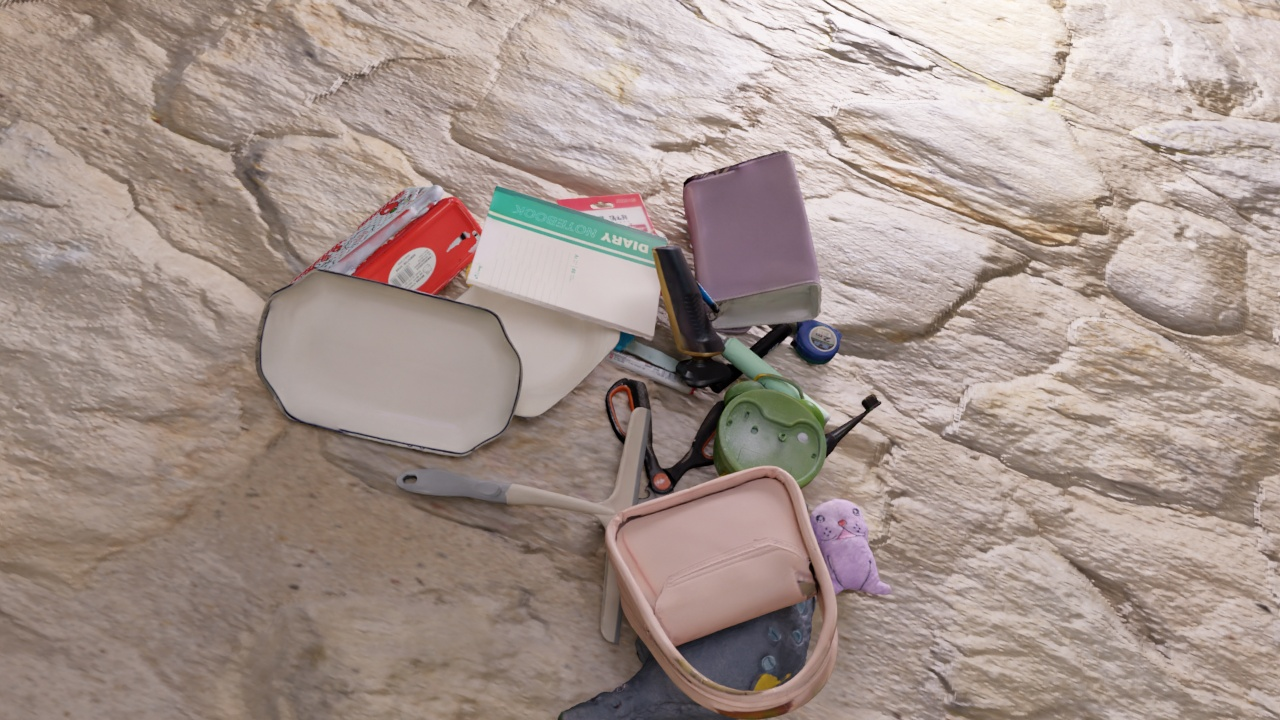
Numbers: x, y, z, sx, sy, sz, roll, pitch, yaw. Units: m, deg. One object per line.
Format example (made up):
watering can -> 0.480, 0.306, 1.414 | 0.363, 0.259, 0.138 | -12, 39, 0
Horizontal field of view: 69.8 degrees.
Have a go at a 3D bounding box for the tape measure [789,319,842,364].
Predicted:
tape measure -> 0.210, -0.021, 1.100 | 0.058, 0.025, 0.054 | 20, 60, -1

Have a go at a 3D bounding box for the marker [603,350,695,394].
marker -> -0.006, 0.006, 1.038 | 0.145, 0.017, 0.017 | 22, 58, -1

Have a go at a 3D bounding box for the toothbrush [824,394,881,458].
toothbrush -> 0.201, 0.098, 1.030 | 0.212, 0.026, 0.027 | -34, 85, -28

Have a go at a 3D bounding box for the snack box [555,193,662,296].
snack box -> -0.036, -0.132, 1.086 | 0.113, 0.044, 0.127 | -9, 62, -25

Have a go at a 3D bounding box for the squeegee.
squeegee -> -0.122, 0.135, 0.916 | 0.246, 0.039, 0.246 | 10, 65, -3

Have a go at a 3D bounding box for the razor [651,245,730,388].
razor -> 0.049, -0.050, 1.017 | 0.062, 0.068, 0.167 | -16, 86, -40

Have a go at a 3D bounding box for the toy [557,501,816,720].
toy -> 0.081, 0.265, 0.870 | 0.355, 0.092, 0.138 | -33, 57, -31

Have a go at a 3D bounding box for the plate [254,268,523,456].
plate -> -0.252, 0.002, 0.933 | 0.265, 0.034, 0.162 | 12, 101, -5

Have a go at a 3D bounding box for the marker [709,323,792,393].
marker -> 0.129, -0.005, 1.075 | 0.131, 0.020, 0.022 | -37, 95, -27

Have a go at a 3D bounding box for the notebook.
notebook -> -0.075, -0.111, 1.021 | 0.209, 0.012, 0.150 | 16, 53, -11

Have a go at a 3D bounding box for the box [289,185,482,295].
box -> -0.281, -0.110, 1.025 | 0.200, 0.100, 0.112 | -49, 116, -30

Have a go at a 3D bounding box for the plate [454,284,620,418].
plate -> -0.122, -0.029, 1.007 | 0.163, 0.034, 0.164 | 44, 72, 10

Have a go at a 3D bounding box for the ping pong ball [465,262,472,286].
ping pong ball -> -0.178, -0.095, 1.039 | 0.040, 0.040, 0.040 | 6, 60, -10

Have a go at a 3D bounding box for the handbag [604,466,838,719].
handbag -> 0.083, 0.211, 0.814 | 0.193, 0.093, 0.234 | -20, 34, -5

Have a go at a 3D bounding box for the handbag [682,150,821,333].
handbag -> 0.131, -0.139, 1.103 | 0.145, 0.098, 0.196 | -7, 61, 3

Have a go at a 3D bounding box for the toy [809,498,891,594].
toy -> 0.212, 0.198, 0.969 | 0.084, 0.039, 0.107 | -4, 63, -6

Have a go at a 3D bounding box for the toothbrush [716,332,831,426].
toothbrush -> 0.122, 0.003, 1.041 | 0.224, 0.027, 0.026 | 39, 54, 3

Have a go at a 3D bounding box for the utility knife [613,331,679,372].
utility knife -> -0.047, -0.035, 1.051 | 0.209, 0.018, 0.034 | 25, 58, 1

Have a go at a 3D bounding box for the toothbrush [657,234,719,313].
toothbrush -> 0.046, -0.104, 1.069 | 0.016, 0.014, 0.189 | -13, 38, -18

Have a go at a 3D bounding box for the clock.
clock -> 0.136, 0.080, 0.977 | 0.116, 0.056, 0.160 | 21, 57, -1

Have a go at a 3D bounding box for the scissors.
scissors -> 0.030, 0.110, 0.983 | 0.230, 0.022, 0.221 | -25, 69, -21
